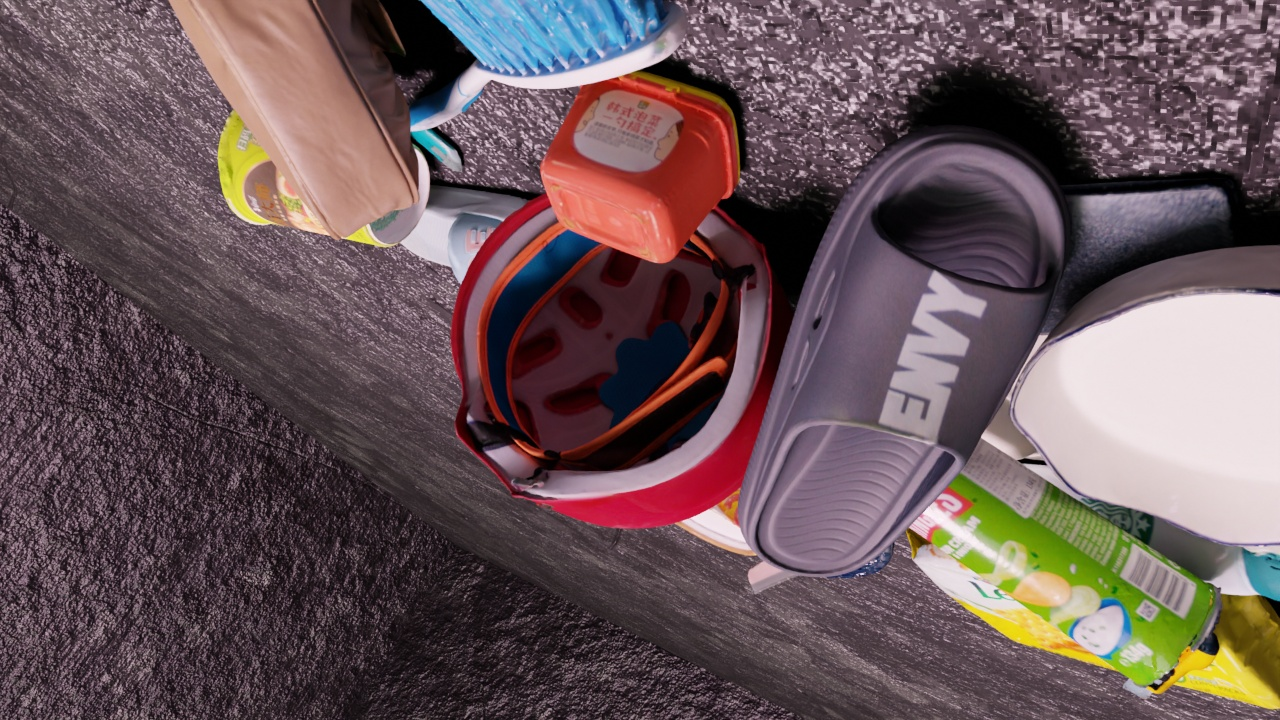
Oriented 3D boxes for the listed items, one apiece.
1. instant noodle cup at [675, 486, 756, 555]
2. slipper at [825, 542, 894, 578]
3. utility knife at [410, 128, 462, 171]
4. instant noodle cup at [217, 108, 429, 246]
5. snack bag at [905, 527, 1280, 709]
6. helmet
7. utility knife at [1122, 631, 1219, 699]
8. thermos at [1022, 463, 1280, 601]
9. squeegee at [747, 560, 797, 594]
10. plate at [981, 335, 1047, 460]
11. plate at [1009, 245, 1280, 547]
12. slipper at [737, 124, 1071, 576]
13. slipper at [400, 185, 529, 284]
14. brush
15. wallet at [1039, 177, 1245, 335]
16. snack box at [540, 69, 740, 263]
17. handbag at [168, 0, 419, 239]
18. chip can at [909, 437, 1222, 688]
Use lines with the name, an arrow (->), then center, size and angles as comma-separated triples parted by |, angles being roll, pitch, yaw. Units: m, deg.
instant noodle cup -> 0.080, 0.098, 0.807 | 0.138, 0.109, 0.138 | 26, 159, 10
slipper -> 0.143, 0.078, 0.703 | 0.105, 0.095, 0.253 | -12, 135, 17
utility knife -> -0.200, -0.195, 0.654 | 0.182, 0.013, 0.029 | 38, 159, -18
instant noodle cup -> -0.231, -0.141, 0.694 | 0.123, 0.111, 0.112 | 20, 157, 17
snack bag -> 0.336, 0.171, 0.680 | 0.158, 0.068, 0.247 | 41, 156, -28
helmet -> -0.003, 0.003, 0.583 | 0.240, 0.207, 0.144 | 45, -178, 43
utility knife -> 0.356, 0.212, 0.626 | 0.033, 0.015, 0.202 | 22, 159, 27
thermos -> 0.302, 0.101, 0.563 | 0.073, 0.073, 0.225 | 42, 157, -27
squeegee -> 0.098, 0.123, 0.943 | 0.249, 0.040, 0.248 | 39, 143, -6
plate -> 0.197, 0.019, 0.571 | 0.164, 0.034, 0.164 | 24, 159, 20
plate -> 0.279, 0.021, 0.411 | 0.205, 0.045, 0.205 | 18, 152, 10
slipper -> 0.120, 0.026, 0.434 | 0.110, 0.083, 0.269 | 12, 126, -6
slipper -> -0.121, -0.080, 0.727 | 0.246, 0.074, 0.104 | 19, 156, 32
brush -> -0.090, -0.173, 0.506 | 0.315, 0.060, 0.109 | 12, 156, 46
wallet -> 0.212, -0.045, 0.426 | 0.121, 0.019, 0.097 | 6, 148, 44
snack box -> -0.002, -0.105, 0.493 | 0.091, 0.080, 0.082 | 23, 158, 21
handbag -> -0.194, -0.178, 0.523 | 0.147, 0.099, 0.205 | 51, 166, 47
chip can -> 0.200, 0.086, 0.527 | 0.236, 0.072, 0.072 | 34, 161, 14
